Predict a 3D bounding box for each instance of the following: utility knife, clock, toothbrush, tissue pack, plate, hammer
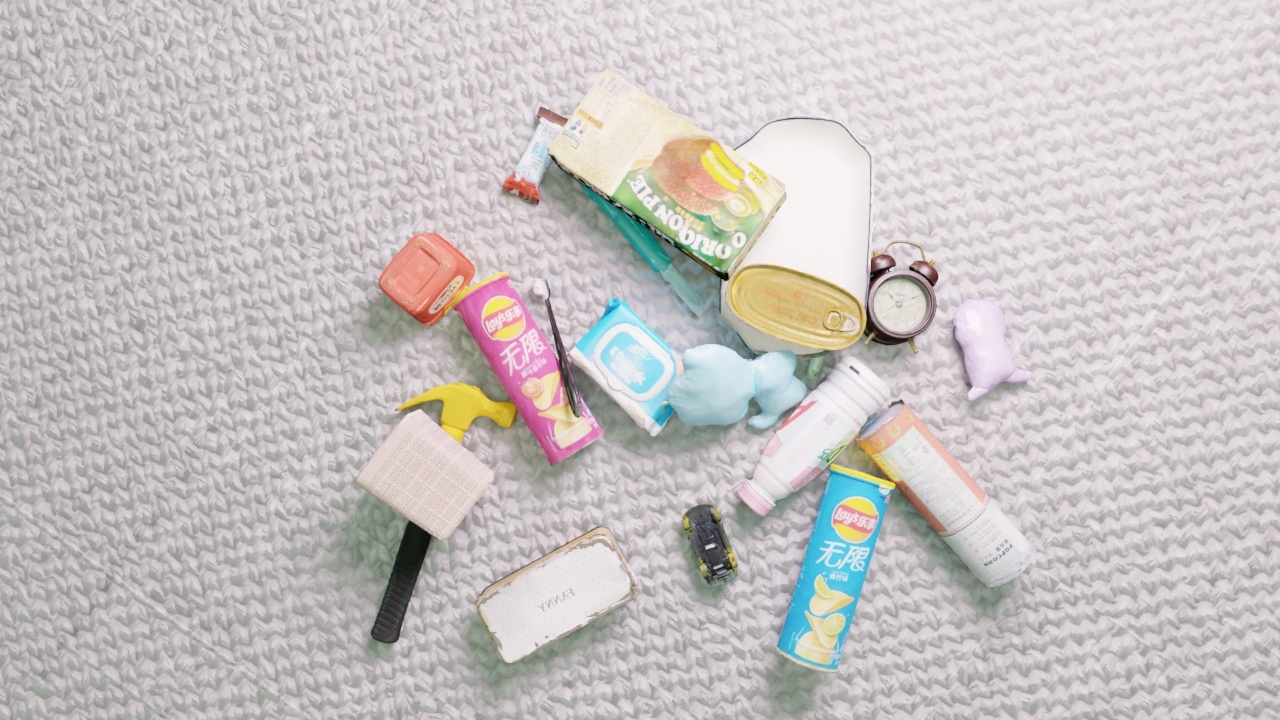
[{"bbox_3d":[0.001,-0.134,1.035,0.029,0.013,0.216,-40,87,-1],"label":"utility knife"},{"bbox_3d":[0.282,-0.072,1.009,0.082,0.055,0.122,10,88,1],"label":"clock"},{"bbox_3d":[0.221,-0.068,1.028,0.029,0.020,0.189,18,92,-20],"label":"toothbrush"},{"bbox_3d":[-0.006,0.006,1.009,0.140,0.063,0.090,43,89,1],"label":"tissue pack"},{"bbox_3d":[0.171,-0.134,1.012,0.162,0.034,0.265,2,90,11],"label":"plate"},{"bbox_3d":[-0.090,-0.017,0.994,0.016,0.018,0.181,-36,58,29],"label":"toothbrush"},{"bbox_3d":[-0.241,0.168,1.028,0.129,0.033,0.300,18,90,1],"label":"hammer"}]

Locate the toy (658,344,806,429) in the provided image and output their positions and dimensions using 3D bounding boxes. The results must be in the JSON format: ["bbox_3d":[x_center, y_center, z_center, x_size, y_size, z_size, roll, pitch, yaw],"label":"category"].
[{"bbox_3d":[0.098,0.031,0.982,0.156,0.049,0.161,-28,132,-2],"label":"toy"}]

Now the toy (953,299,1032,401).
[{"bbox_3d":[0.385,-0.017,1.016,0.083,0.039,0.108,-15,85,-14],"label":"toy"}]

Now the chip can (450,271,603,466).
[{"bbox_3d":[-0.123,0.010,1.007,0.071,0.071,0.210,-32,89,0],"label":"chip can"}]

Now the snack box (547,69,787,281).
[{"bbox_3d":[0.029,-0.199,0.987,0.240,0.063,0.114,35,91,10],"label":"snack box"}]

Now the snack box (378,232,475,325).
[{"bbox_3d":[-0.238,-0.093,1.006,0.082,0.080,0.091,40,90,2],"label":"snack box"}]

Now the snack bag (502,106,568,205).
[{"bbox_3d":[-0.114,-0.230,1.031,0.048,0.026,0.104,24,89,-5],"label":"snack bag"}]

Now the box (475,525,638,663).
[{"bbox_3d":[-0.097,0.260,1.012,0.184,0.061,0.090,-27,88,3],"label":"box"}]

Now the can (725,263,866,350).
[{"bbox_3d":[0.164,-0.055,0.969,0.148,0.049,0.074,19,94,11],"label":"can"}]

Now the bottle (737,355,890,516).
[{"bbox_3d":[0.185,0.086,1.006,0.068,0.068,0.197,42,94,1],"label":"bottle"}]

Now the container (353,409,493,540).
[{"bbox_3d":[-0.222,0.122,0.969,0.111,0.090,0.090,38,89,-3],"label":"container"}]

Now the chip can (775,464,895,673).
[{"bbox_3d":[0.209,0.222,0.986,0.071,0.071,0.210,17,88,1],"label":"chip can"}]

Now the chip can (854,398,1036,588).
[{"bbox_3d":[0.329,0.144,0.998,0.071,0.071,0.214,-42,89,0],"label":"chip can"}]

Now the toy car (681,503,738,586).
[{"bbox_3d":[0.077,0.203,1.020,0.043,0.036,0.091,-20,90,2],"label":"toy car"}]
